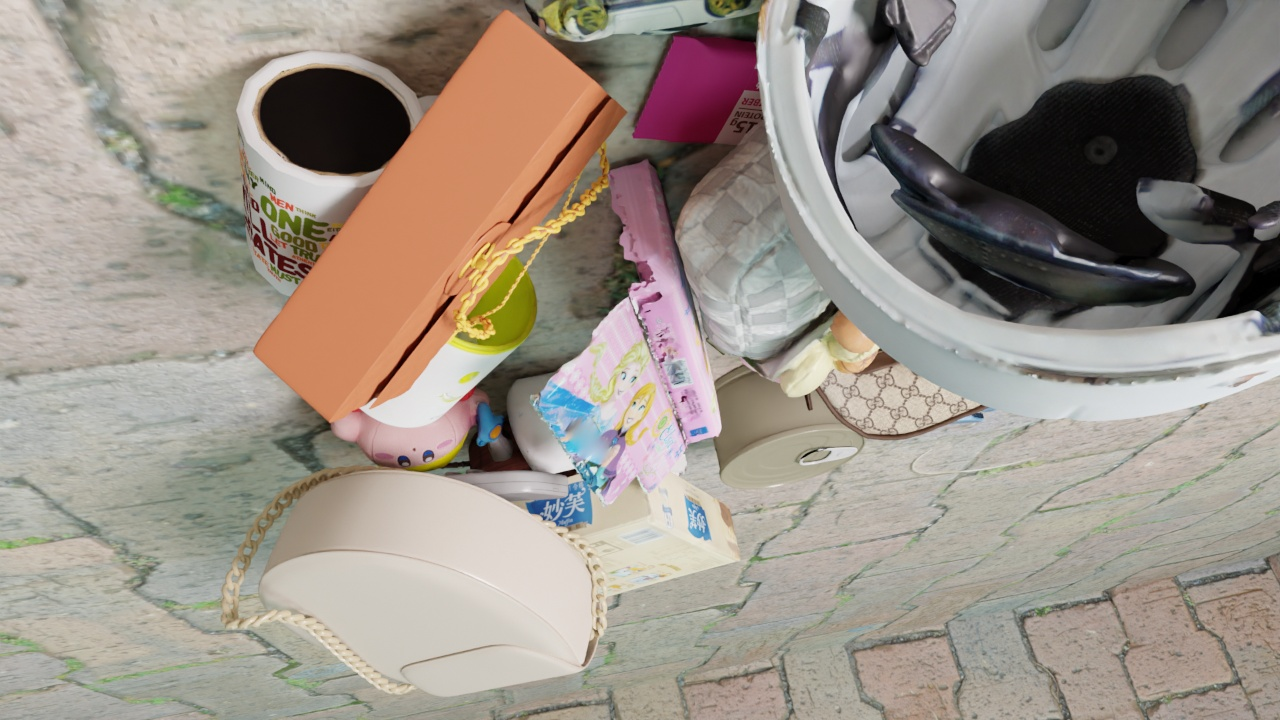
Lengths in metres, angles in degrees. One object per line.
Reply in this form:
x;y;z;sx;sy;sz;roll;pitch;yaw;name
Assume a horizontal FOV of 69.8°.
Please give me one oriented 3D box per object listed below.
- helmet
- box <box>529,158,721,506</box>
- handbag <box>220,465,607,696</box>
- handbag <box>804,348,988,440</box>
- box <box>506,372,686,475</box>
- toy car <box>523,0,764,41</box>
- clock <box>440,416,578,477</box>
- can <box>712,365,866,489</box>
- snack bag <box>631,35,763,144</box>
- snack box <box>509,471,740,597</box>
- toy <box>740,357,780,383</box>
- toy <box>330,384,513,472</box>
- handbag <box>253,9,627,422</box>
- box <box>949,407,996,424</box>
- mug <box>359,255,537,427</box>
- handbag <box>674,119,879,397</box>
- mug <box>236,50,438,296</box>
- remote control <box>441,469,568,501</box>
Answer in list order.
0.179;-0.099;0.353;0.264;0.236;0.163;-51;161;-4;helmet
0.010;0.006;0.566;0.066;0.158;0.231;10;156;16;box
-0.149;0.165;0.632;0.211;0.103;0.208;-24;129;36;handbag
0.182;-0.023;0.631;0.167;0.138;0.063;-24;-168;13;handbag
-0.028;0.055;0.730;0.136;0.083;0.144;-13;147;-3;box
0.004;-0.152;0.366;0.105;0.048;0.033;-10;158;-6;toy car
-0.082;0.100;0.799;0.157;0.072;0.121;13;144;-40;clock
0.123;0.055;0.801;0.127;0.073;0.128;-10;154;-5;can
0.097;-0.134;0.481;0.196;0.016;0.070;-2;153;-21;snack bag
-0.022;0.147;0.770;0.153;0.055;0.207;-20;153;18;snack box
0.117;-0.012;0.690;0.102;0.050;0.093;-11;145;-2;toy
-0.158;0.040;0.664;0.124;0.096;0.132;-11;136;-17;toy
-0.074;-0.054;0.408;0.172;0.060;0.108;-50;177;11;handbag
0.272;0.031;0.764;0.121;0.049;0.209;-43;161;15;box
-0.122;-0.017;0.538;0.082;0.082;0.106;8;147;-37;mug
0.087;-0.049;0.495;0.112;0.123;0.171;-42;161;-1;handbag
-0.128;-0.086;0.423;0.105;0.073;0.090;-29;164;-31;mug
-0.129;0.092;0.665;0.151;0.019;0.074;-7;167;21;remote control
